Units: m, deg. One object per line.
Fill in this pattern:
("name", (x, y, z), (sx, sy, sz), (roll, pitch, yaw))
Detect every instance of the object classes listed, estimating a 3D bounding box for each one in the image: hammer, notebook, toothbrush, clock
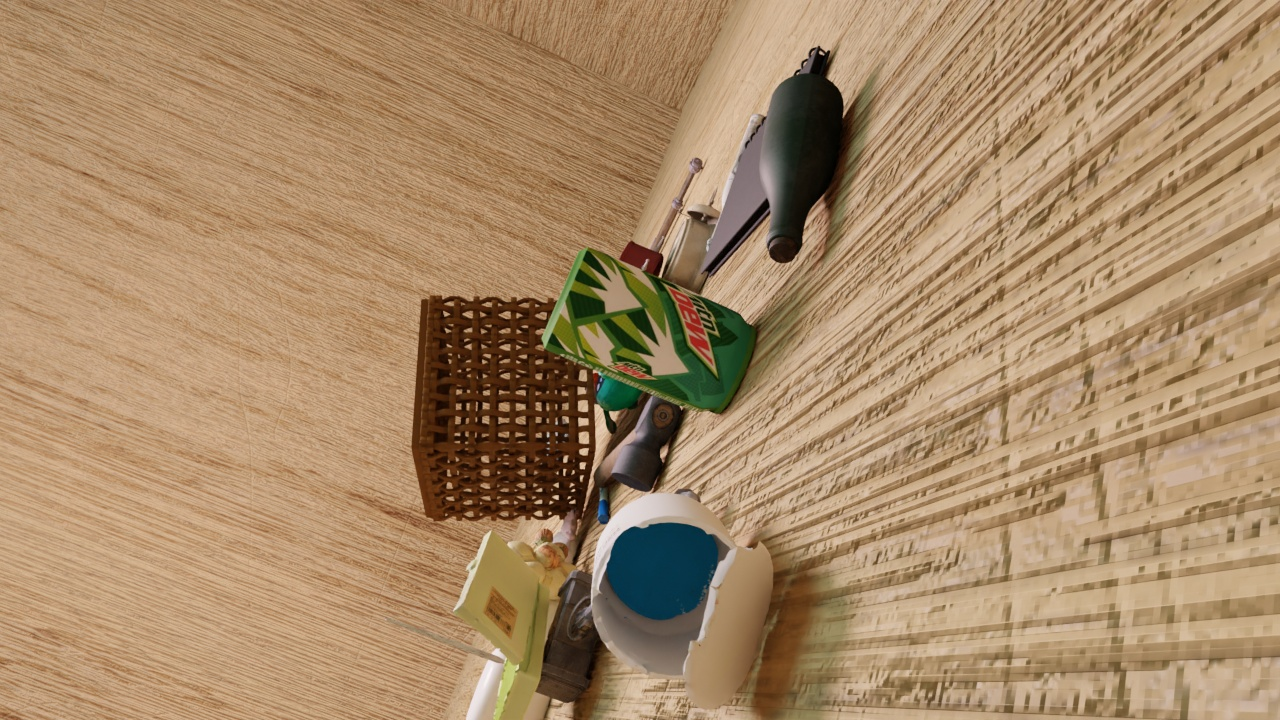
("hammer", (0.052, -0.262, 1.778), (0.318, 0.028, 0.146), (118, 173, -45))
("notebook", (0.121, -0.193, 0.928), (0.232, 0.019, 0.169), (133, 157, -74))
("toothbrush", (0.109, -0.205, 1.064), (0.024, 0.022, 0.185), (74, -143, -69))
("clock", (-0.010, -0.089, 1.101), (0.086, 0.044, 0.125), (-59, -9, -52))
("clock", (0.062, -0.141, 1.087), (0.093, 0.054, 0.140), (166, 124, -84))
("toothbrush", (-0.164, 0.283, 0.907), (0.010, 0.181, 0.010), (-63, 12, 15))
("hammer", (-0.012, 0.096, 0.977), (0.129, 0.040, 0.322), (-65, 4, -21))
("hammer", (-0.018, 0.167, 0.686), (0.323, 0.044, 0.098), (120, 171, -53))

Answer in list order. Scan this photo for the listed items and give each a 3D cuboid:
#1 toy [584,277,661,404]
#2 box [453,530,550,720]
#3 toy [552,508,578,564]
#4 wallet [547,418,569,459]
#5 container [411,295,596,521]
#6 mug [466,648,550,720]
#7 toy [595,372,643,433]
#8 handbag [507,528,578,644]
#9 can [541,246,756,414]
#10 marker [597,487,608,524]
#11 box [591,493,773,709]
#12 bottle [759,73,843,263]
("toy", (-0.024, -0.035, 1.283), (0.173, 0.093, 0.163), (121, 170, -47))
("box", (-0.108, 0.225, 0.779), (0.188, 0.061, 0.133), (-113, 7, -84))
("toy", (-0.103, 0.252, 1.189), (0.076, 0.037, 0.125), (173, 122, -88))
("wallet", (-0.206, 0.214, 2.236), (0.131, 0.054, 0.101), (-88, 20, -60))
("container", (-0.180, 0.071, 1.228), (0.252, 0.214, 0.219), (104, 164, -60))
("mug", (-0.135, 0.348, 0.958), (0.115, 0.068, 0.094), (-128, 61, -83))
("toy", (-0.007, 0.006, 1.109), (0.130, 0.072, 0.194), (-46, -16, -47))
("handbag", (-0.129, 0.259, 1.062), (0.123, 0.112, 0.171), (-58, 5, -2))
("can", (0.006, -0.020, 0.688), (0.083, 0.144, 0.083), (-159, 92, -84))
("marker", (-0.045, 0.167, 1.098), (0.141, 0.013, 0.013), (-105, 38, -80))
("box", (0.021, 0.107, 0.427), (0.081, 0.091, 0.160), (-64, -2, -2))
("bottle", (0.107, -0.130, 0.635), (0.055, 0.055, 0.173), (119, 170, -49))
